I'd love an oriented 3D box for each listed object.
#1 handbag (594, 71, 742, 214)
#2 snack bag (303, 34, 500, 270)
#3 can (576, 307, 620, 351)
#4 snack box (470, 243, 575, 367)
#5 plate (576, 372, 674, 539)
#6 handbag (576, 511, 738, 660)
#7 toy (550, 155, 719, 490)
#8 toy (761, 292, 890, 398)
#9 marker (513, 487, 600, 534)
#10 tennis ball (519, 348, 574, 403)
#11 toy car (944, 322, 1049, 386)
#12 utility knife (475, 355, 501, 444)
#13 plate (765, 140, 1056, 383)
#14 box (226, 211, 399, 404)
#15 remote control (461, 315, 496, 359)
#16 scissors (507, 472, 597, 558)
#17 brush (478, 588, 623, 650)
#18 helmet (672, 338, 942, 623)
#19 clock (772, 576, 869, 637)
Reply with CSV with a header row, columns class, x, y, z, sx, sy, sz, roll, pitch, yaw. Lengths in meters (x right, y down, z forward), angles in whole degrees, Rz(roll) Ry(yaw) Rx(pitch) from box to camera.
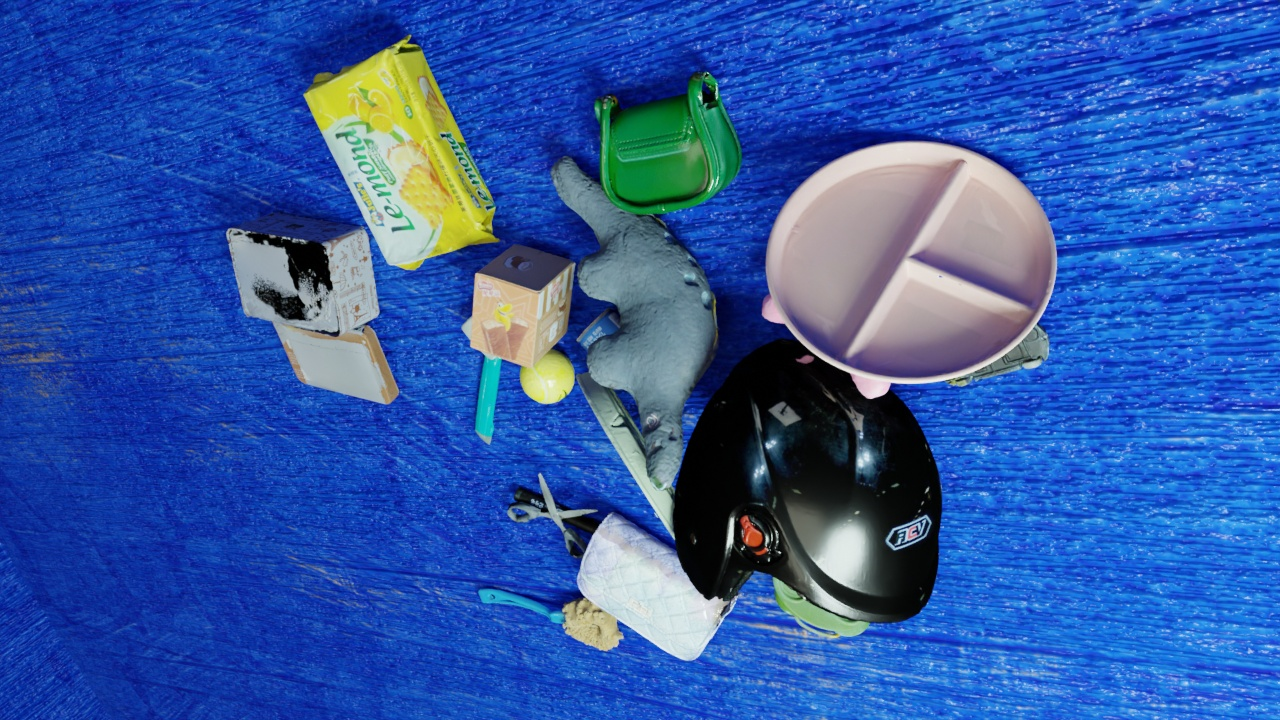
class,x,y,z,sx,sy,sz,roll,pitch,yaw
handbag,0.023,-0.206,0.880,0.132,0.067,0.120,-4,113,32
snack bag,-0.263,-0.229,1.036,0.158,0.068,0.246,-12,110,34
can,-0.006,0.006,1.029,0.134,0.053,0.053,45,129,1
snack box,-0.129,-0.062,1.010,0.077,0.092,0.094,19,123,13
plate,0.000,0.106,1.004,0.027,0.230,0.230,-31,101,-2
handbag,0.017,0.290,1.165,0.194,0.075,0.134,29,127,12
toy,0.008,-0.048,0.926,0.092,0.137,0.356,137,121,-64
toy,0.217,-0.066,0.813,0.194,0.074,0.178,41,97,37
marker,-0.110,0.203,1.226,0.132,0.020,0.022,20,154,18
tennis ball,-0.111,0.019,1.090,0.065,0.065,0.066,14,123,23
toy car,0.321,-0.010,0.840,0.106,0.031,0.049,-19,106,38
utility knife,-0.192,0.030,1.178,0.029,0.013,0.193,24,126,14
plate,0.220,-0.082,0.762,0.230,0.229,0.028,19,162,20
box,-0.433,-0.056,1.227,0.178,0.088,0.262,12,120,24
remote control,-0.152,-0.060,1.092,0.058,0.021,0.150,48,124,-7
scissors,-0.115,0.201,1.200,0.159,0.014,0.177,12,138,25
brush,-0.133,0.360,1.322,0.255,0.045,0.083,3,122,33
helmet,0.165,0.115,0.868,0.275,0.233,0.230,37,126,46
clock,0.211,0.256,1.043,0.116,0.056,0.161,20,125,21
